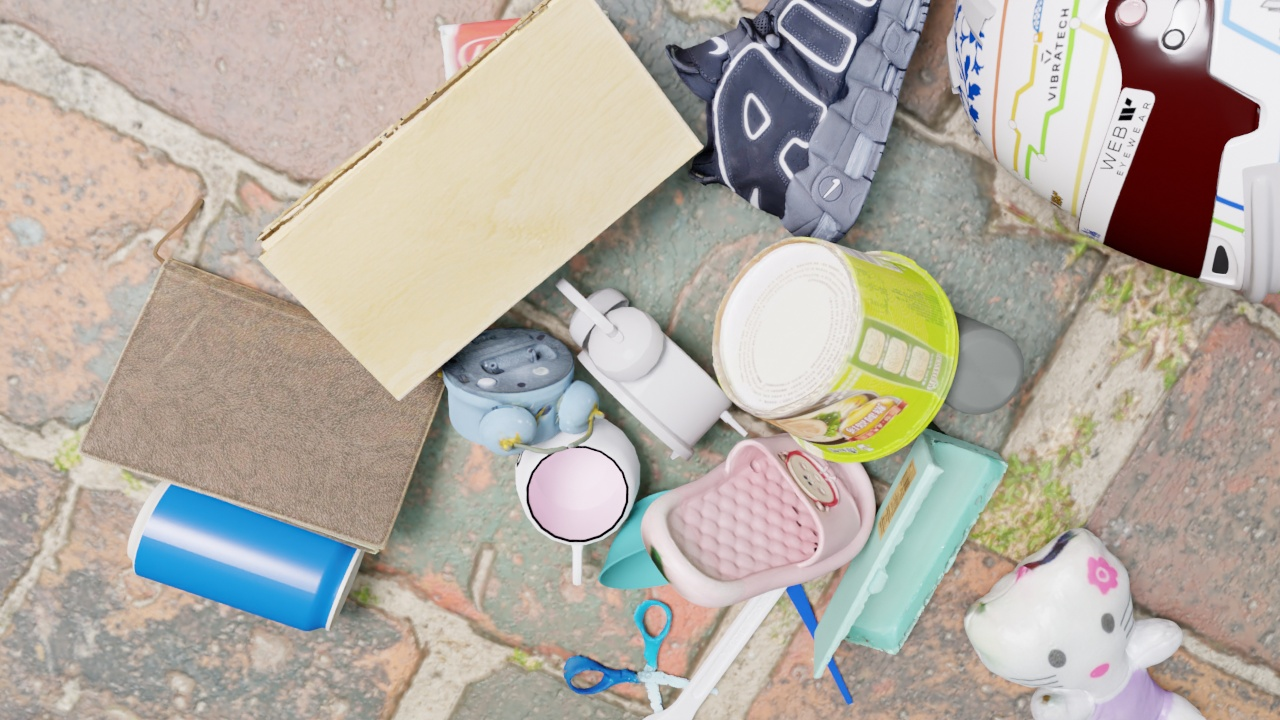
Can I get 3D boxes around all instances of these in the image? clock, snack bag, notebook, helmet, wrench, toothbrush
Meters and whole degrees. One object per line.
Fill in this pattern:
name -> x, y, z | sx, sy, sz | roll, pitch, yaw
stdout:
clock -> -0.082, 0.025, 0.620 | 0.088, 0.124, 0.052 | -19, 128, -35
snack bag -> -0.074, -0.191, 0.621 | 0.116, 0.036, 0.077 | -6, 103, -2
notebook -> -0.250, 0.013, 0.642 | 0.215, 0.034, 0.190 | 20, 78, -8
helmet -> 0.307, -0.194, 0.541 | 0.236, 0.230, 0.314 | 5, 100, 28
clock -> -0.004, 0.003, 0.630 | 0.061, 0.120, 0.159 | -47, 112, 1
wrench -> 0.077, 0.216, 0.722 | 0.047, 0.009, 0.274 | 29, 103, -16
toothbrush -> 0.132, 0.202, 0.732 | 0.016, 0.011, 0.187 | -26, 103, 3

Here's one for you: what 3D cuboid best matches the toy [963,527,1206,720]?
toy -> 0.345, 0.231, 0.714 | 0.138, 0.085, 0.209 | -34, 104, 2

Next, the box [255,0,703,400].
box -> -0.099, -0.105, 0.572 | 0.249, 0.092, 0.128 | -38, 120, 4

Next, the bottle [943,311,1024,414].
bottle -> 0.218, -0.003, 0.641 | 0.060, 0.108, 0.060 | -1, 102, -3

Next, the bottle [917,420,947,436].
bottle -> 0.182, 0.026, 0.685 | 0.123, 0.033, 0.033 | 39, 98, -11

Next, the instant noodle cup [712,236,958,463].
instant noodle cup -> 0.120, -0.011, 0.599 | 0.097, 0.146, 0.146 | 17, 103, -40

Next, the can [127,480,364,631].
can -> -0.281, 0.138, 0.661 | 0.146, 0.079, 0.079 | 21, 100, -8

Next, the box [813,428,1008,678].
box -> 0.196, 0.148, 0.674 | 0.078, 0.112, 0.187 | 26, 108, 11

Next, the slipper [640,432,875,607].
slipper -> 0.090, 0.101, 0.617 | 0.107, 0.221, 0.056 | 52, 130, 21

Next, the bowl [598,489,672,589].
bowl -> 0.023, 0.127, 0.679 | 0.121, 0.121, 0.046 | -15, 63, 0

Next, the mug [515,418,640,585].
mug -> -0.045, 0.100, 0.667 | 0.090, 0.076, 0.124 | 0, 102, -3

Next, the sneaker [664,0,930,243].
sneaker -> 0.095, -0.212, 0.599 | 0.151, 0.097, 0.253 | 12, 107, -3

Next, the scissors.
scissors -> -0.003, 0.252, 0.738 | 0.127, 0.014, 0.127 | -16, 108, -2
